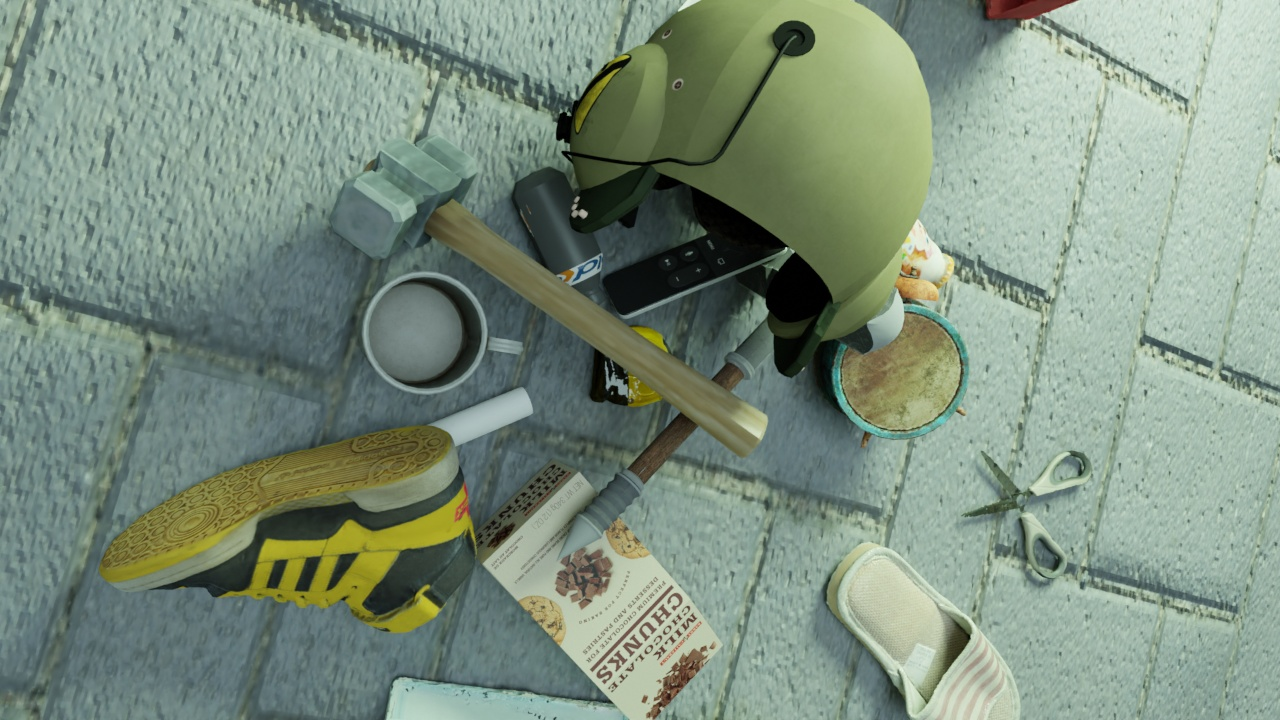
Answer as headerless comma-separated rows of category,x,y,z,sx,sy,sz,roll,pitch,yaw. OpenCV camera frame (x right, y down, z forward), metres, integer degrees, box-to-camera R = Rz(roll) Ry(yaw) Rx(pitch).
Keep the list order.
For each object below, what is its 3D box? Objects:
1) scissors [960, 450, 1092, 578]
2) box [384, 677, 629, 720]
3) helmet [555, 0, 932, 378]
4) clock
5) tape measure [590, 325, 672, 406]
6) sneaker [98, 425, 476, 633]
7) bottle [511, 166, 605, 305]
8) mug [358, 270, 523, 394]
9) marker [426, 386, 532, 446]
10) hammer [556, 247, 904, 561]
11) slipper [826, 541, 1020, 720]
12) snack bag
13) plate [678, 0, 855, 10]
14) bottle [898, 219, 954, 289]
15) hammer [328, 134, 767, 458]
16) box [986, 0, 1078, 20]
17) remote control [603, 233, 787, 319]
scissors,0.386,0.145,0.905,0.170,0.013,0.157,-21,99,-19
box,-0.090,0.300,0.677,0.197,0.078,0.122,16,46,-22
helmet,0.076,-0.136,0.631,0.250,0.256,0.232,33,83,-21
clock,0.208,-0.013,0.786,0.121,0.073,0.157,-18,99,3
tape measure,-0.004,0.004,0.733,0.064,0.037,0.065,7,89,-21
sneaker,-0.226,0.134,0.629,0.238,0.086,0.122,-16,118,-2
bottle,-0.059,-0.092,0.703,0.047,0.047,0.112,-29,102,-18
mug,-0.144,-0.017,0.660,0.113,0.071,0.084,11,88,-21
marker,-0.146,0.053,0.688,0.133,0.023,0.027,-23,85,-19
hammer,0.050,0.030,0.692,0.321,0.156,0.043,-45,150,-20
slipper,0.270,0.276,0.844,0.115,0.052,0.263,-46,106,-15
snack bag,-0.028,0.187,0.714,0.094,0.070,0.206,-43,106,-15
plate,0.119,-0.226,0.783,0.186,0.016,0.187,-16,98,-20
bottle,0.223,-0.099,0.804,0.109,0.063,0.063,26,83,-21
hammer,-0.051,-0.038,0.632,0.323,0.117,0.051,35,123,-2
box,0.386,-0.415,0.693,0.124,0.378,0.211,-8,96,-5
remote control,0.044,-0.076,0.733,0.146,0.008,0.045,-23,56,-5
